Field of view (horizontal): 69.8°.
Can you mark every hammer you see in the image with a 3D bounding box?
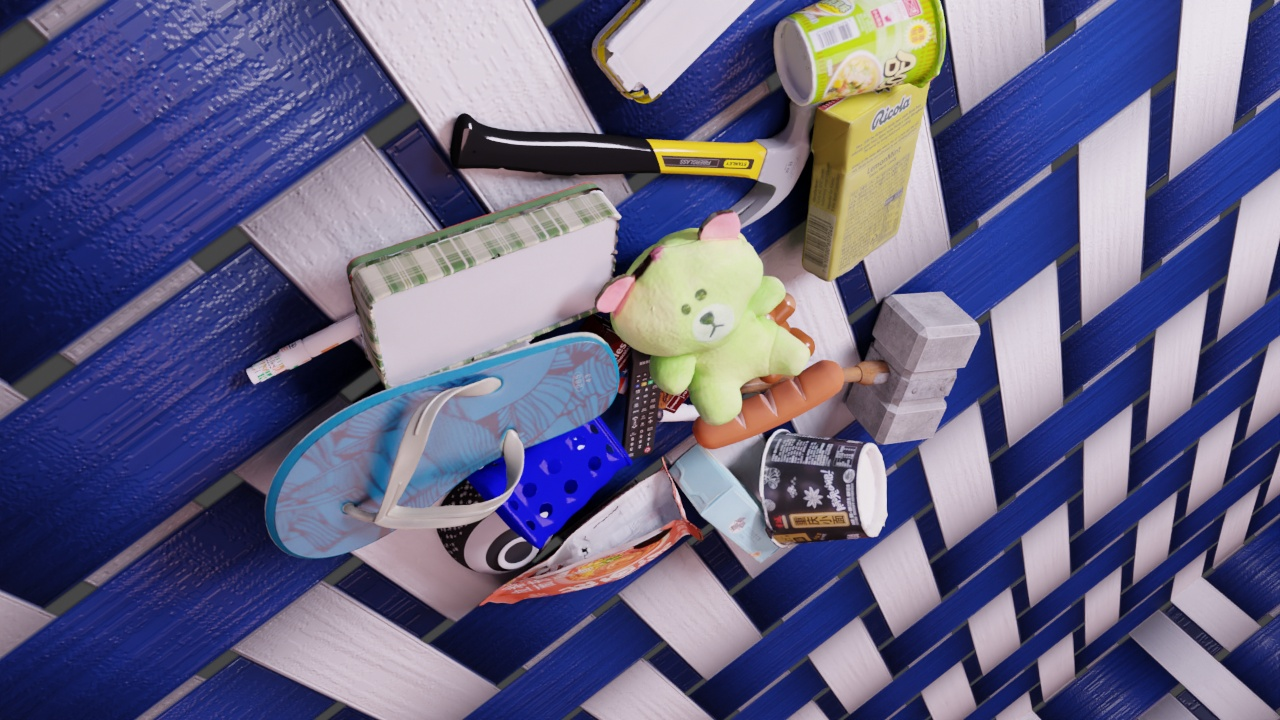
[{"bbox_3d":[0.004,-0.165,0.737,0.322,0.029,0.127,-5,128,-31],"label":"hammer"},{"bbox_3d":[0.200,0.019,1.004,0.317,0.083,0.163,-5,128,-22],"label":"hammer"}]

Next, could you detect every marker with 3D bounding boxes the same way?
[{"bbox_3d":[-0.229,-0.022,0.702,0.145,0.017,0.017,-28,137,-12],"label":"marker"},{"bbox_3d":[0.072,0.054,0.977,0.133,0.017,0.020,1,123,-36],"label":"marker"}]

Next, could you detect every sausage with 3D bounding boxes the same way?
[{"bbox_3d":[0.132,0.047,0.939,0.164,0.039,0.044,-25,130,3],"label":"sausage"}]

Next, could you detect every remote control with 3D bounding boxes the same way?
[{"bbox_3d":[0.000,0.042,0.867,0.033,0.015,0.147,-15,132,-25],"label":"remote control"}]

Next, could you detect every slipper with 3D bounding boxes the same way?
[{"bbox_3d":[-0.142,0.065,0.698,0.294,0.060,0.118,-25,118,-15],"label":"slipper"}]

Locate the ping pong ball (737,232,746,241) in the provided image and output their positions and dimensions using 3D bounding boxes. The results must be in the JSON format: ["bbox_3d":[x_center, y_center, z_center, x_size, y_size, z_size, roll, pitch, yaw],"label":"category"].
[{"bbox_3d":[0.078,-0.100,0.832,0.040,0.040,0.040,-19,134,-21],"label":"ping pong ball"}]

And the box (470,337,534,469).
[{"bbox_3d":[-0.158,0.042,0.762,0.155,0.084,0.126,-10,124,-30],"label":"box"}]

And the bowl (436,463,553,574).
[{"bbox_3d":[-0.131,0.164,0.892,0.120,0.066,0.120,-19,134,-21],"label":"bowl"}]

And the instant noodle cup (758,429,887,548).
[{"bbox_3d":[0.210,0.145,1.036,0.137,0.112,0.137,10,78,-57],"label":"instant noodle cup"}]

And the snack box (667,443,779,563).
[{"bbox_3d":[0.104,0.166,1.052,0.053,0.075,0.174,-43,138,3],"label":"snack box"}]

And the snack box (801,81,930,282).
[{"bbox_3d":[0.202,-0.169,0.843,0.121,0.045,0.181,-36,144,-28],"label":"snack box"}]

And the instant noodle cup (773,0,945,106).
[{"bbox_3d":[0.169,-0.254,0.732,0.108,0.099,0.099,-20,135,-9],"label":"instant noodle cup"}]

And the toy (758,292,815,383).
[{"bbox_3d":[0.109,-0.033,0.896,0.095,0.065,0.127,-44,133,13],"label":"toy"}]

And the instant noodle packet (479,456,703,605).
[{"bbox_3d":[-0.052,0.193,0.940,0.221,0.084,0.164,-27,166,-3],"label":"instant noodle packet"}]

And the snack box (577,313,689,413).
[{"bbox_3d":[-0.005,0.005,0.870,0.140,0.031,0.051,23,110,-44],"label":"snack box"}]

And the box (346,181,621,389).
[{"bbox_3d":[-0.114,-0.059,0.701,0.205,0.051,0.118,-25,149,-22],"label":"box"}]

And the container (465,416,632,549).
[{"bbox_3d":[-0.084,0.095,0.820,0.113,0.084,0.085,-43,113,-17],"label":"container"}]

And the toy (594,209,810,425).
[{"bbox_3d":[0.053,-0.041,0.791,0.150,0.107,0.197,-36,124,-3],"label":"toy"}]

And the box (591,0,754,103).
[{"bbox_3d":[0.053,-0.280,0.672,0.210,0.037,0.064,-44,132,5],"label":"box"}]
